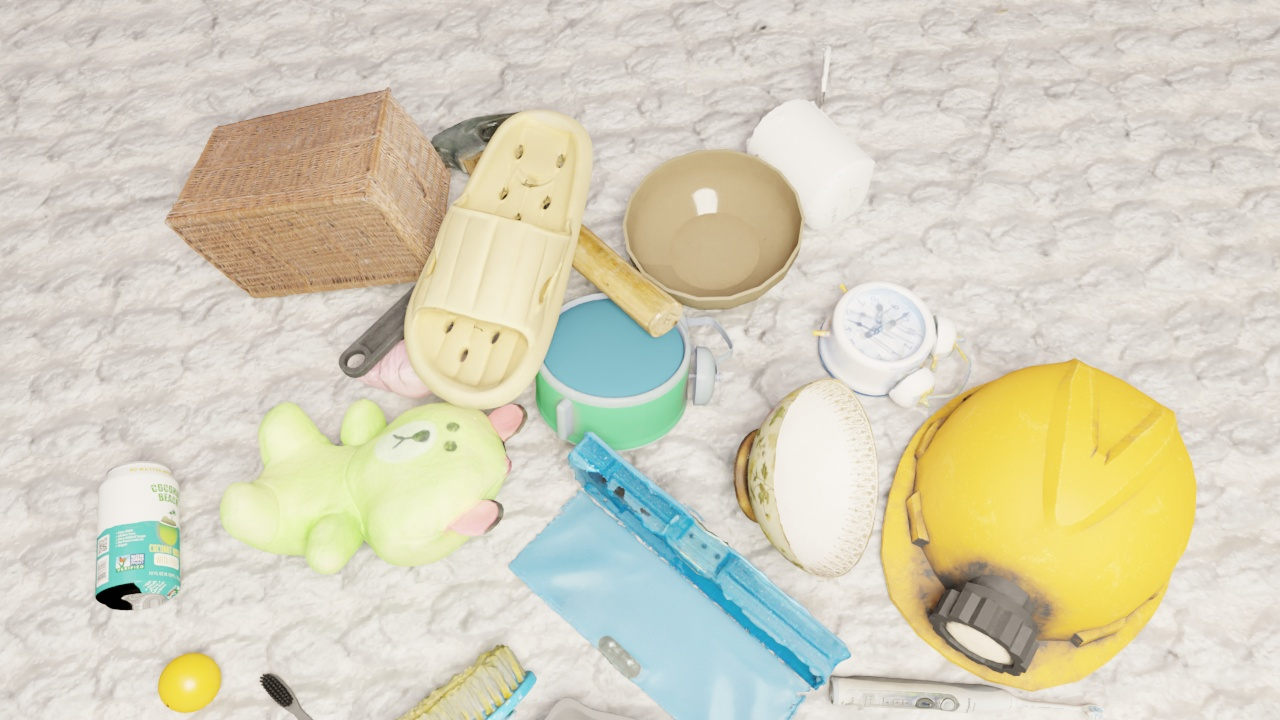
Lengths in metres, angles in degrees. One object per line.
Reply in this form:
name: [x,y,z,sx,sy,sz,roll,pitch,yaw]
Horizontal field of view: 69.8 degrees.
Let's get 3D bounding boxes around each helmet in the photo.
helmet: [0.293,0.092,0.644,0.205,0.131,0.254,32,67,17]

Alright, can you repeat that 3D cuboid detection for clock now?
clock: [-0.004,0.004,0.727,0.161,0.075,0.122,-17,49,-18]
clock: [0.206,-0.012,0.745,0.125,0.052,0.088,28,66,11]

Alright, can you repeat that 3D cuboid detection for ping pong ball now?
ping pong ball: [-0.315,0.226,0.642,0.040,0.040,0.040,-1,63,1]

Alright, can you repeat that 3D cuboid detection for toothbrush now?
toothbrush: [-0.207,0.275,0.632,0.167,0.013,0.012,39,69,16]
toothbrush: [0.225,0.234,0.635,0.185,0.024,0.022,4,104,3]

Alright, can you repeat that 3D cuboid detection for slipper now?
slipper: [-0.105,-0.095,0.684,0.111,0.079,0.260,12,67,8]

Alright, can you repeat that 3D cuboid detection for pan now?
pan: [0.033,0.315,0.585,0.354,0.024,0.216,-11,71,-2]

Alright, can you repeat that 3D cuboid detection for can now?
can: [-0.374,0.130,0.684,0.055,0.055,0.101,-12,63,-5]

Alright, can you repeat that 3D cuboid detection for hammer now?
hammer: [-0.079,-0.122,0.778,0.132,0.033,0.330,-35,54,-18]

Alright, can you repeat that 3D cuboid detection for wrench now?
wrench: [-0.137,-0.087,0.733,0.073,0.018,0.272,33,68,22]

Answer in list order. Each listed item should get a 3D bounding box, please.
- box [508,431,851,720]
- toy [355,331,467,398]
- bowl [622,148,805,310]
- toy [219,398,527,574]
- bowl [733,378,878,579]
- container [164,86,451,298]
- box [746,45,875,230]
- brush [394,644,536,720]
box: [0.016,0.169,0.636,0.231,0.094,0.112,38,72,18]
toy: [-0.184,0.003,0.739,0.096,0.098,0.053,-5,101,24]
bowl: [0.063,-0.106,0.791,0.152,0.050,0.152,-2,65,5]
toy: [-0.190,0.094,0.679,0.197,0.107,0.149,7,40,-5]
bowl: [0.114,0.086,0.672,0.063,0.145,0.145,-6,55,42]
container: [-0.265,-0.134,0.759,0.199,0.114,0.112,-5,60,16]
box: [0.164,-0.203,0.828,0.136,0.084,0.147,-35,66,-8]
brush: [-0.123,0.258,0.613,0.135,0.055,0.075,-35,93,-22]
